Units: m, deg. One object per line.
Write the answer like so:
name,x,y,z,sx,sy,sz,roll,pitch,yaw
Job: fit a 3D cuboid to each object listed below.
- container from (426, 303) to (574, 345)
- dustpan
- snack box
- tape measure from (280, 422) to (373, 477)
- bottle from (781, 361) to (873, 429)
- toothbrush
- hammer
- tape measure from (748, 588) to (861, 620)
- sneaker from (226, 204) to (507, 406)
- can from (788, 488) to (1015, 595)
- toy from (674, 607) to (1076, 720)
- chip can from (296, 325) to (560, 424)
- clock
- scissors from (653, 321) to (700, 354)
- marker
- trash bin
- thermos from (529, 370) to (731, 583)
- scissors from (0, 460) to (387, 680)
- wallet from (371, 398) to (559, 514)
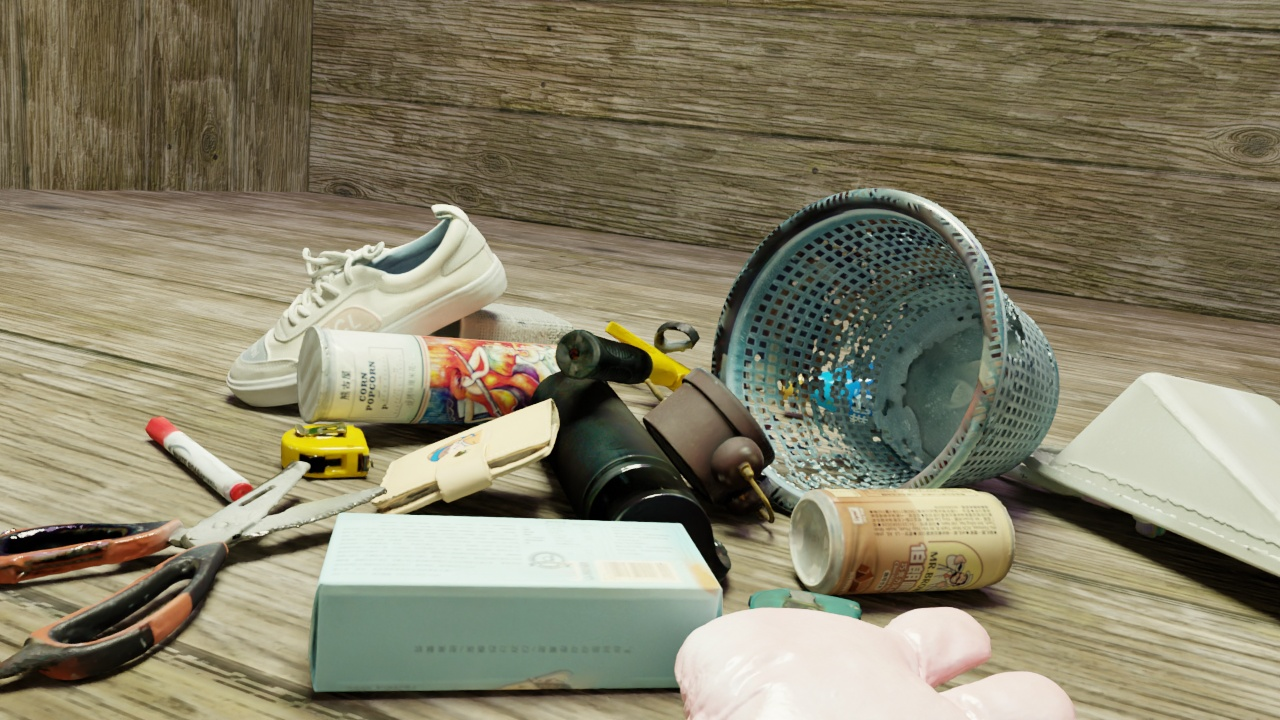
container,-0.128,-0.005,0.819,0.114,0.090,0.090,2,13,-33
dustpan,0.415,0.112,0.663,0.222,0.143,0.257,9,38,-29
snack box,-0.055,0.108,0.416,0.174,0.052,0.074,4,11,-12
tape measure,-0.213,0.058,0.622,0.057,0.029,0.060,0,13,-23
bottle,0.243,0.035,0.863,0.219,0.065,0.065,8,12,6
toothbrush,0.318,0.098,0.729,0.029,0.020,0.190,35,-7,-34
hammer,-0.004,0.004,0.719,0.129,0.033,0.300,31,4,13
tape measure,0.080,0.130,0.446,0.058,0.025,0.054,8,11,10
sneaker,-0.232,-0.046,0.730,0.242,0.091,0.089,-26,32,1
can,0.148,0.103,0.524,0.116,0.058,0.058,2,13,-17
toy,0.091,0.135,0.357,0.159,0.054,0.121,0,21,-25
chip can,-0.148,0.016,0.712,0.214,0.071,0.071,4,12,-34
clock,0.052,0.059,0.608,0.055,0.082,0.122,-38,57,-8
scissors,0.012,-0.001,0.895,0.180,0.160,0.014,29,60,10
marker,-0.286,0.063,0.591,0.017,0.017,0.145,-6,18,-45
trash bin,0.199,0.009,0.676,0.194,0.226,0.227,12,5,-43
thermos,-0.013,0.074,0.591,0.090,0.068,0.242,36,3,-22
scissors,-0.230,0.093,0.457,0.226,0.015,0.189,-4,17,-25
wallet,-0.107,0.061,0.567,0.115,0.024,0.087,-20,18,2
